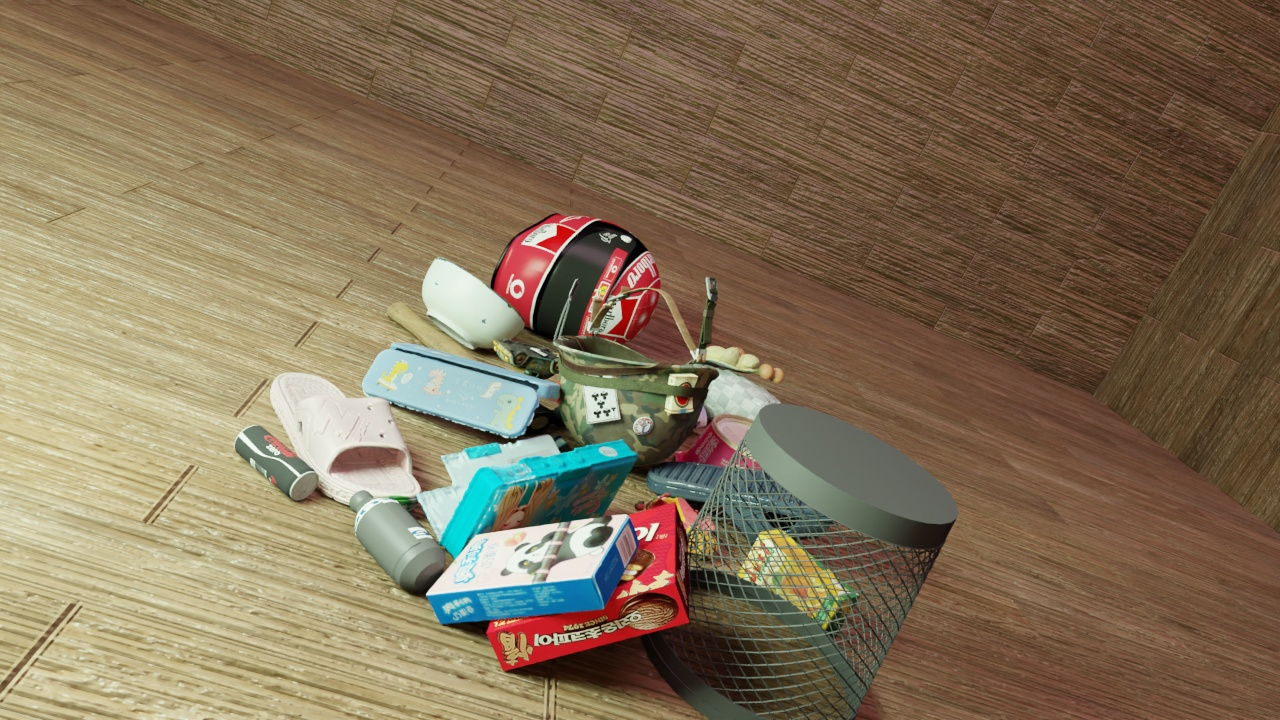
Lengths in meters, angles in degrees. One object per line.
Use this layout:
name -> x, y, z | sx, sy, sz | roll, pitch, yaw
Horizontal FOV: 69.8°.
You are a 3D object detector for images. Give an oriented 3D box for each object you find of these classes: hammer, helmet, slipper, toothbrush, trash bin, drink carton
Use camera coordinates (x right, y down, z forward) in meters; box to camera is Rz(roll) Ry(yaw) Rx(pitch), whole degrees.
hammer -> -0.234, 0.003, 1.192 | 0.305, 0.040, 0.132 | 34, 17, 31
helmet -> -0.007, 0.008, 1.116 | 0.193, 0.236, 0.224 | 16, -11, 41
slipper -> 0.134, 0.181, 1.095 | 0.264, 0.082, 0.101 | 7, 15, 12
helmet -> -0.083, -0.122, 1.482 | 0.225, 0.198, 0.270 | 27, 26, 9
slipper -> -0.291, 0.062, 0.896 | 0.094, 0.064, 0.239 | 5, 24, -46
toothbrush -> -0.130, 0.112, 1.040 | 0.017, 0.016, 0.188 | 39, 20, 13
trash bin -> 0.143, 0.184, 0.827 | 0.217, 0.228, 0.217 | 22, 18, -8
drink carton -> 0.165, 0.238, 0.981 | 0.041, 0.058, 0.122 | 4, 26, -47

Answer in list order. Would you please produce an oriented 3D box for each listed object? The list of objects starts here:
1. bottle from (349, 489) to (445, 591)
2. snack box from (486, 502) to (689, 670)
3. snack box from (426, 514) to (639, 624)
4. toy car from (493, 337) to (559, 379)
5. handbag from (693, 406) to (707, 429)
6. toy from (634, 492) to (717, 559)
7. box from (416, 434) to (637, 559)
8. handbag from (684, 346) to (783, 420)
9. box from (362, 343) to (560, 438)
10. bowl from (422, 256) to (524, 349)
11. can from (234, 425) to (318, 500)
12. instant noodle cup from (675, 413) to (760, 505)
bottle -> -0.210, 0.149, 0.777 | 0.112, 0.047, 0.046 | 35, 21, 33
snack box -> -0.038, 0.183, 0.762 | 0.152, 0.036, 0.132 | -17, 17, 8
snack box -> -0.086, 0.168, 0.737 | 0.154, 0.033, 0.087 | -12, 18, 24
toy car -> -0.143, 0.005, 1.178 | 0.111, 0.047, 0.047 | 14, 15, -44
handbag -> 0.013, 0.052, 1.315 | 0.126, 0.069, 0.158 | 38, 20, 33
toy -> 0.044, 0.180, 1.024 | 0.103, 0.046, 0.084 | 39, 9, 26
box -> -0.121, 0.110, 0.915 | 0.117, 0.097, 0.226 | 39, 22, 26
handbag -> 0.157, 0.049, 1.417 | 0.171, 0.123, 0.112 | 35, 6, 28
box -> -0.203, 0.022, 1.045 | 0.210, 0.047, 0.121 | 14, 29, 17
bowl -> -0.241, -0.068, 1.269 | 0.153, 0.072, 0.153 | 34, -11, 8
can -> -0.325, 0.091, 0.819 | 0.080, 0.032, 0.031 | 32, 19, 23
instant noodle cup -> 0.145, 0.136, 1.220 | 0.178, 0.078, 0.178 | 22, 18, -8
